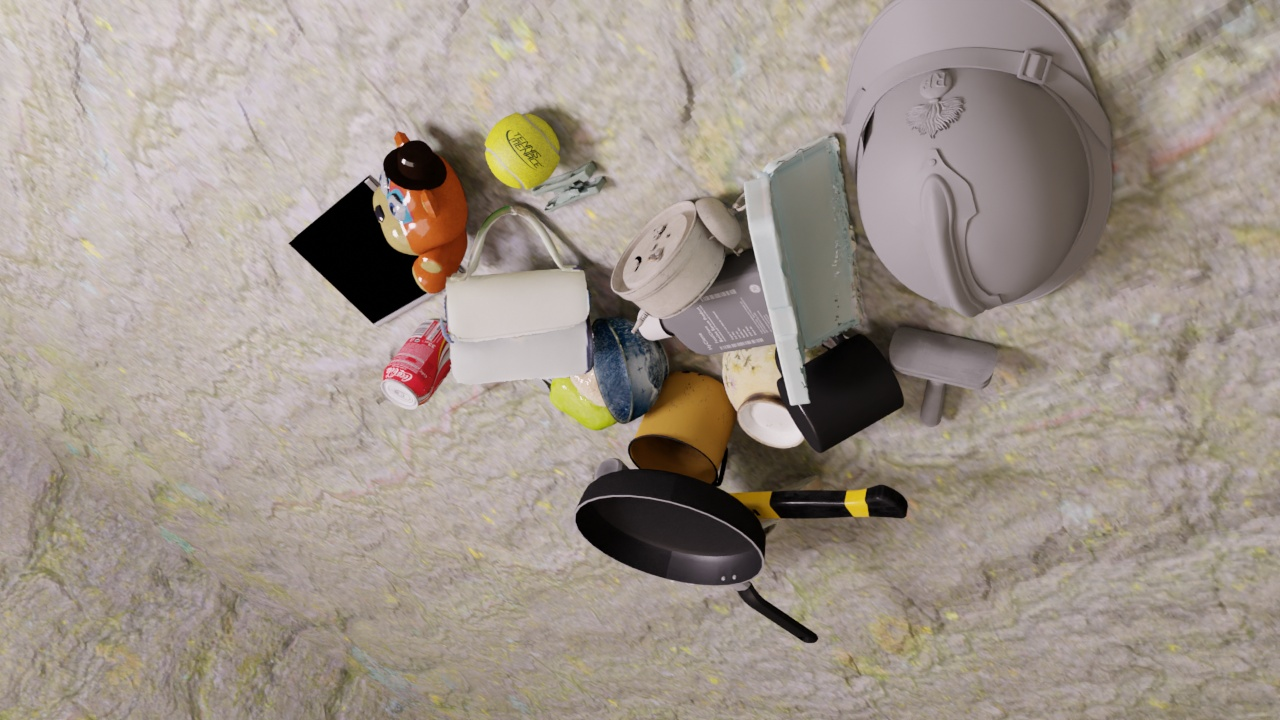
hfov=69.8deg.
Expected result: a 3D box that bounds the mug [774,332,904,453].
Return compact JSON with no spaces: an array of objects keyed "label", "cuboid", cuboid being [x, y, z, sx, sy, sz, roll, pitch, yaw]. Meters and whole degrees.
[{"label":"mug","cuboid":[0.173,0.016,0.846,0.113,0.088,0.078,60,178,20]}]

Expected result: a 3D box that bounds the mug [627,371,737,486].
[{"label":"mug","cuboid":[0.057,0.082,1.002,0.101,0.093,0.123,-16,130,44]}]

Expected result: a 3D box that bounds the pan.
[{"label":"pan","cuboid":[0.084,0.219,1.000,0.355,0.044,0.205,38,142,-29]}]

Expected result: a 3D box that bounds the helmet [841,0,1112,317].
[{"label":"helmet","cuboid":[0.223,-0.111,0.643,0.184,0.117,0.271,-1,132,34]}]

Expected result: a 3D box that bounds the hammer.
[{"label":"hammer","cuboid":[0.117,0.153,0.953,0.325,0.034,0.170,-8,138,36]}]

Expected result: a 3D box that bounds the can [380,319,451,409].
[{"label":"can","cuboid":[-0.265,0.005,1.118,0.064,0.104,0.064,18,142,15]}]

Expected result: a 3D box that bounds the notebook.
[{"label":"notebook","cuboid":[-0.313,-0.120,1.079,0.207,0.016,0.149,-19,121,46]}]

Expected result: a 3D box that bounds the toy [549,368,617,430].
[{"label":"toy","cuboid":[-0.056,0.037,1.070,0.092,0.043,0.118,35,141,-3]}]

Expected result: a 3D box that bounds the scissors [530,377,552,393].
[{"label":"scissors","cuboid":[-0.168,-0.012,1.107,0.156,0.019,0.125,15,143,16]}]

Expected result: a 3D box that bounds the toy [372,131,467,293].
[{"label":"toy","cuboid":[-0.215,-0.150,0.911,0.112,0.096,0.176,62,150,25]}]

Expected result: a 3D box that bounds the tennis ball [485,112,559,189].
[{"label":"tennis ball","cuboid":[-0.105,-0.186,0.817,0.065,0.065,0.065,18,142,15]}]

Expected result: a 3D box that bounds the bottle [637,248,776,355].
[{"label":"bottle","cuboid":[0.071,-0.050,0.878,0.174,0.046,0.084,-11,128,41]}]

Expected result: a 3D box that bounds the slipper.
[{"label":"slipper","cuboid":[0.124,0.210,1.100,0.054,0.114,0.274,50,135,4]}]

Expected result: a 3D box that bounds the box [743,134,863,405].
[{"label":"box","cuboid":[0.136,-0.068,0.748,0.074,0.126,0.198,36,156,43]}]

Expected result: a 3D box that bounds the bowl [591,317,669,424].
[{"label":"bowl","cuboid":[-0.006,0.006,0.971,0.114,0.060,0.114,167,90,-71]}]

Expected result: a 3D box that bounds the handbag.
[{"label":"handbag","cuboid":[-0.125,-0.067,0.924,0.151,0.074,0.176,-4,106,-5]}]

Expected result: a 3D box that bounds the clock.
[{"label":"clock","cuboid":[0.045,-0.096,0.812,0.157,0.103,0.061,-38,118,25]}]

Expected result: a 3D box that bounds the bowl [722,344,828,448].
[{"label":"bowl","cuboid":[0.142,0.042,0.926,0.145,0.063,0.145,18,142,14]}]

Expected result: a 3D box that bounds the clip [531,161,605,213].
[{"label":"clip","cuboid":[-0.069,-0.162,0.860,0.076,0.023,0.042,-13,125,40]}]

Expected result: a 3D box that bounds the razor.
[{"label":"razor","cuboid":[0.271,0.024,0.842,0.088,0.047,0.116,14,149,20]}]
